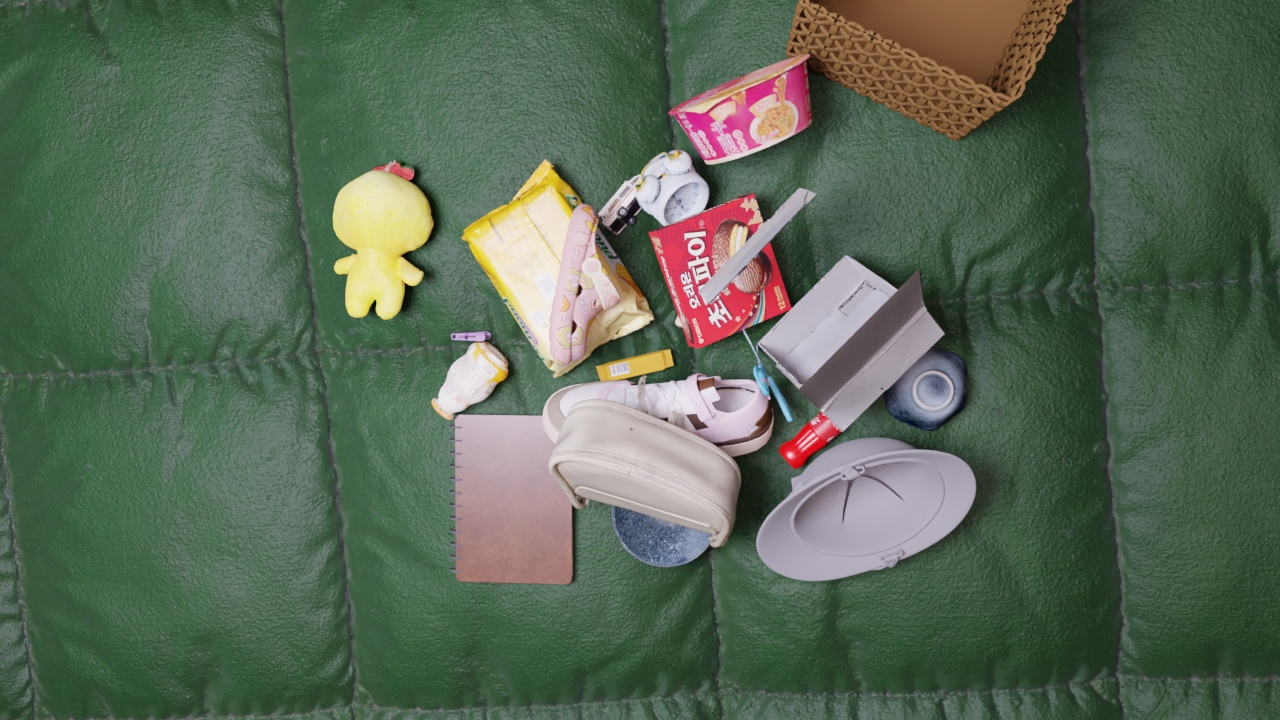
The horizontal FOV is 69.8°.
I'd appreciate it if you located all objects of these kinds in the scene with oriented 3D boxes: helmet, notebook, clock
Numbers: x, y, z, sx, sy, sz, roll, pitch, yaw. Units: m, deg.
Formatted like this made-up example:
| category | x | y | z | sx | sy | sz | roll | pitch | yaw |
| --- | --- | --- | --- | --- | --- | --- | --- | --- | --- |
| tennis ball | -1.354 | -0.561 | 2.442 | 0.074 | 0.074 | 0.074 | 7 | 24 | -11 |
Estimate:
| category | x | y | z | sx | sy | sz | roll | pitch | yaw |
| --- | --- | --- | --- | --- | --- | --- | --- | --- | --- |
| helmet | 0.267 | 0.161 | 1.145 | 0.271 | 0.117 | 0.183 | -24 | 122 | 12 |
| notebook | -0.174 | 0.184 | 1.229 | 0.167 | 0.024 | 0.225 | 1 | 93 | 4 |
| clock | 0.035 | -0.215 | 1.136 | 0.083 | 0.117 | 0.057 | -41 | 55 | 5 |

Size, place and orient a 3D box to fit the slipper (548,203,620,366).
| category | x | y | z | sx | sy | sz | roll | pitch | yaw |
| --- | --- | --- | --- | --- | --- | --- | --- | --- | --- |
| slipper | -0.062 | -0.087 | 1.102 | 0.081 | 0.093 | 0.197 | 9 | 94 | -6 |

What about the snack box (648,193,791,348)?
| category | x | y | z | sx | sy | sz | roll | pitch | yaw |
| --- | --- | --- | --- | --- | --- | --- | --- | --- | --- |
| snack box | 0.100 | -0.112 | 1.143 | 0.132 | 0.036 | 0.152 | -23 | 102 | -13 |

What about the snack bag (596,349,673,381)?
| category | x | y | z | sx | sy | sz | roll | pitch | yaw |
| --- | --- | --- | --- | --- | --- | --- | --- | --- | --- |
| snack bag | -0.007 | 0.007 | 1.203 | 0.099 | 0.020 | 0.026 | -14 | 97 | 6 |

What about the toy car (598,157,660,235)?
| category | x | y | z | sx | sy | sz | roll | pitch | yaw |
| --- | --- | --- | --- | --- | --- | --- | --- | --- | --- |
| toy car | -0.008 | -0.215 | 1.182 | 0.039 | 0.039 | 0.113 | 42 | 96 | 23 |

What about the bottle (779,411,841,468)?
| category | x | y | z | sx | sy | sz | roll | pitch | yaw |
| --- | --- | --- | --- | --- | --- | --- | --- | --- | --- |
| bottle | 0.233 | 0.089 | 1.177 | 0.119 | 0.036 | 0.036 | -42 | 89 | 6 |

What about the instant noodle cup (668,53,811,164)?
| category | x | y | z | sx | sy | sz | roll | pitch | yaw |
| --- | --- | --- | --- | --- | --- | --- | --- | --- | --- |
| instant noodle cup | 0.130 | -0.297 | 1.105 | 0.179 | 0.178 | 0.078 | -21 | 108 | 6 |

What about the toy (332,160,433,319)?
| category | x | y | z | sx | sy | sz | roll | pitch | yaw |
| --- | --- | --- | --- | --- | --- | --- | --- | --- | --- |
| toy | -0.339 | -0.158 | 1.189 | 0.134 | 0.092 | 0.208 | 5 | 97 | 8 |

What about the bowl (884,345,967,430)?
| category | x | y | z | sx | sy | sz | roll | pitch | yaw |
| --- | --- | --- | --- | --- | --- | --- | --- | --- | --- |
| bowl | 0.362 | 0.035 | 1.153 | 0.110 | 0.055 | 0.110 | 0 | 94 | 6 |

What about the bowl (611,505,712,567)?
| category | x | y | z | sx | sy | sz | roll | pitch | yaw |
| --- | --- | --- | --- | --- | --- | --- | --- | --- | --- |
| bowl | 0.033 | 0.194 | 1.192 | 0.137 | 0.057 | 0.137 | 0 | 93 | 6 |

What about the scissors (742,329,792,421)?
| category | x | y | z | sx | sy | sz | roll | pitch | yaw |
| --- | --- | --- | --- | --- | --- | --- | --- | --- | --- |
| scissors | 0.161 | 0.025 | 1.142 | 0.015 | 0.134 | 0.129 | -26 | 114 | 19 |

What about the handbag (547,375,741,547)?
| category | x | y | z | sx | sy | sz | roll | pitch | yaw |
| --- | --- | --- | --- | --- | --- | --- | --- | --- | --- |
| handbag | 0.014 | 0.126 | 1.096 | 0.229 | 0.184 | 0.131 | 17 | 56 | 4 |

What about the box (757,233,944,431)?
| category | x | y | z | sx | sy | sz | roll | pitch | yaw |
| --- | --- | --- | --- | --- | --- | --- | --- | --- | --- |
| box | 0.223 | -0.034 | 1.018 | 0.167 | 0.330 | 0.165 | -46 | 76 | 6 |

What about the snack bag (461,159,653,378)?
| category | x | y | z | sx | sy | sz | roll | pitch | yaw |
| --- | --- | --- | --- | --- | --- | --- | --- | --- | --- |
| snack bag | -0.112 | -0.114 | 1.181 | 0.160 | 0.068 | 0.247 | -34 | 90 | 8 |

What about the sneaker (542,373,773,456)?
| category | x | y | z | sx | sy | sz | roll | pitch | yaw |
| --- | --- | --- | --- | --- | --- | --- | --- | --- | --- |
| sneaker | 0.019 | 0.058 | 1.136 | 0.294 | 0.117 | 0.111 | 3 | 55 | 5 |

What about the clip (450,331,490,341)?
| category | x | y | z | sx | sy | sz | roll | pitch | yaw |
| --- | --- | --- | --- | --- | --- | --- | --- | --- | --- |
| clip | -0.227 | -0.032 | 1.219 | 0.051 | 0.032 | 0.013 | 0 | 94 | 7 |

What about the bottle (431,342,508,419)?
| category | x | y | z | sx | sy | sz | roll | pitch | yaw |
| --- | --- | --- | --- | --- | --- | --- | --- | --- | --- |
| bottle | -0.225 | 0.028 | 1.203 | 0.063 | 0.063 | 0.109 | 45 | 96 | 1 |

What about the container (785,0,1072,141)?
| category | x | y | z | sx | sy | sz | roll | pitch | yaw |
| --- | --- | --- | --- | --- | --- | --- | --- | --- | --- |
| container | 0.331 | -0.418 | 1.045 | 0.251 | 0.214 | 0.219 | 27 | 96 | 3 |

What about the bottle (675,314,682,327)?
| category | x | y | z | sx | sy | sz | roll | pitch | yaw |
| --- | --- | --- | --- | --- | --- | --- | --- | --- | --- |
| bottle | 0.070 | -0.096 | 1.178 | 0.044 | 0.044 | 0.109 | 7 | 95 | 5 |
